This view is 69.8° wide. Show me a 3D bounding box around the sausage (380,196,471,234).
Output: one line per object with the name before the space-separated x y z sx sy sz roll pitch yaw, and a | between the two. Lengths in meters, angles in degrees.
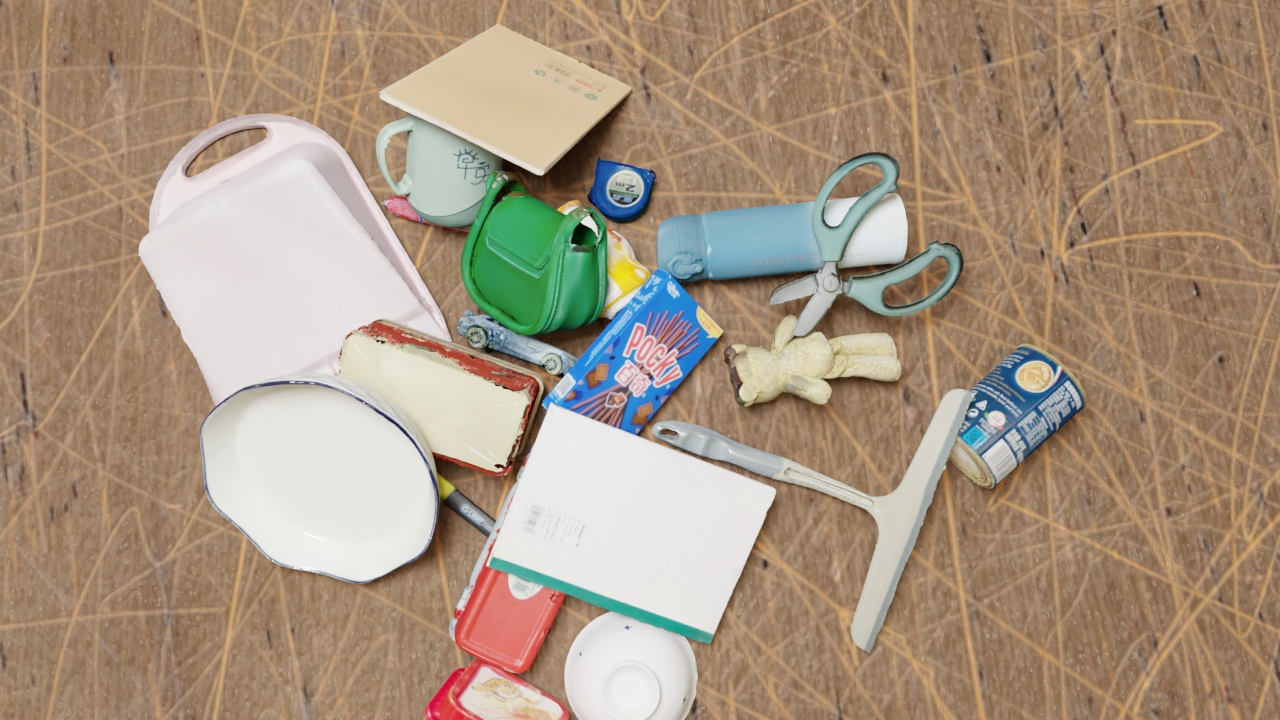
sausage | -0.166 -0.129 0.855 0.156 0.020 0.020 13 84 2

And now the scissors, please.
scissors | 0.201 -0.080 0.788 0.177 0.019 0.174 26 98 -8

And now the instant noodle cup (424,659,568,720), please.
instant noodle cup | -0.135 0.336 0.761 0.116 0.116 0.124 29 97 4

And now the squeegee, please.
squeegee | 0.128 0.100 0.814 0.247 0.039 0.247 19 101 9

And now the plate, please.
plate | -0.263 0.096 0.771 0.205 0.045 0.205 3 120 6

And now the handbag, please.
handbag | -0.092 -0.090 0.785 0.131 0.067 0.120 31 122 38

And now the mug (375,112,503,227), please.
mug | -0.175 -0.176 0.802 0.111 0.107 0.082 -13 48 -31

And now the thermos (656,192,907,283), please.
thermos | 0.124 -0.107 0.823 0.220 0.070 0.070 -6 83 0

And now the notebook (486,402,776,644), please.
notebook | -0.007 0.142 0.782 0.209 0.012 0.150 22 93 -9

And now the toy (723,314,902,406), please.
toy | 0.155 0.005 0.817 0.157 0.066 0.105 -7 51 -4

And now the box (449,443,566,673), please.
box | -0.095 0.168 0.807 0.087 0.048 0.201 26 85 -6

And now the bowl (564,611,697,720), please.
bowl | -0.009 0.276 0.783 0.118 0.065 0.118 0 83 2

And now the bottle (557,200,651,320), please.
bottle | -0.039 -0.092 0.825 0.063 0.063 0.108 -36 85 -3

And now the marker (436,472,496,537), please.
marker | -0.163 0.130 0.827 0.124 0.015 0.018 38 88 3

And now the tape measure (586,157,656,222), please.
tape measure | -0.018 -0.156 0.852 0.058 0.025 0.054 13 86 6

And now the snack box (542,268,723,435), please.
snack box | -0.005 0.005 0.808 0.157 0.026 0.084 -50 125 -3

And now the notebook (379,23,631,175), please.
notebook | -0.108 -0.234 0.800 0.148 0.008 0.207 26 40 4

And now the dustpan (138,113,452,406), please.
dustpan | -0.331 -0.090 0.860 0.222 0.138 0.273 -26 112 -3

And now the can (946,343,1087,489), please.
can | 0.317 0.049 0.797 0.111 0.075 0.075 -40 84 -3

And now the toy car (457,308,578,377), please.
toy car | -0.106 -0.014 0.823 0.120 0.054 0.036 22 86 3

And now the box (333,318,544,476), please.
box | -0.177 0.031 0.792 0.168 0.079 0.091 19 103 0
